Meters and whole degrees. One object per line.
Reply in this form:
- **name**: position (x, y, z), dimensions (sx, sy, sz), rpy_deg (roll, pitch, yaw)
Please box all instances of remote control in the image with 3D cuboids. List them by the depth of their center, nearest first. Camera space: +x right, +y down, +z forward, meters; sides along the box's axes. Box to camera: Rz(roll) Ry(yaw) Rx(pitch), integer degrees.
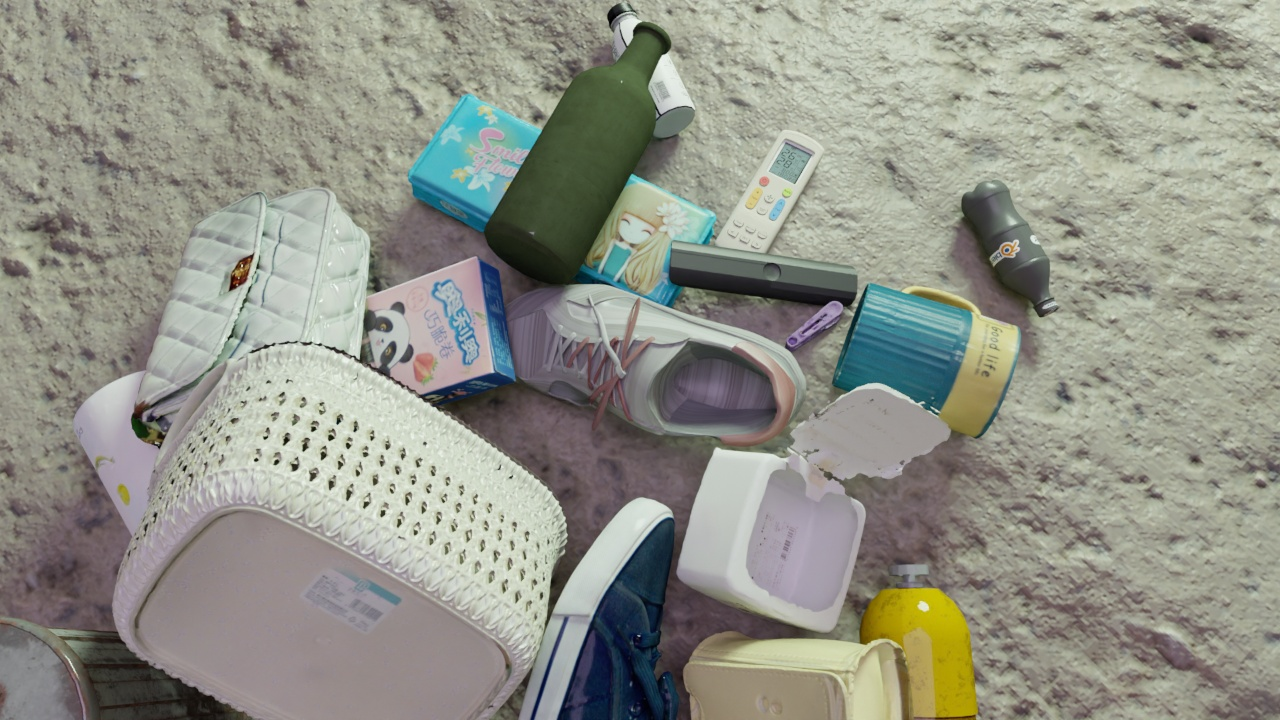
- **remote control**: position (0.091, -0.065, 0.682), dimensions (0.146, 0.015, 0.033), rpy_deg (7, 79, -12)
- **remote control**: position (0.101, -0.126, 0.717), dimensions (0.038, 0.018, 0.125), rpy_deg (29, 75, 10)

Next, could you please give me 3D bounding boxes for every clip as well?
- **clip**: position (0.129, -0.024, 0.685), dimensions (0.051, 0.033, 0.013), rpy_deg (-38, 74, -2)

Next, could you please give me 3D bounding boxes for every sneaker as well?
- **sneaker**: position (-0.005, 0.236, 0.566), dimensions (0.127, 0.121, 0.294), rpy_deg (12, 76, 18)
- **sneaker**: position (-0.004, 0.004, 0.629), dimensions (0.236, 0.089, 0.099), rpy_deg (11, 95, 8)

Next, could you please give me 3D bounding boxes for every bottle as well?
- **bottle**: position (0.177, 0.214, 0.582), dimensions (0.071, 0.071, 0.163), rpy_deg (-1, 75, 1)
- **bottle**: position (-0.035, -0.157, 0.664), dimensions (0.071, 0.071, 0.206), rpy_deg (24, 73, 9)
- **bottle**: position (0.280, -0.083, 0.688), dimensions (0.036, 0.036, 0.110), rpy_deg (-21, 73, -5)
- **bottle**: position (0.004, -0.238, 0.743), dimensions (0.041, 0.041, 0.116), rpy_deg (-22, 74, -5)

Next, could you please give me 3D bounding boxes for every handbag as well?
- **handbag**: position (0.097, 0.223, 0.550), dimensions (0.119, 0.081, 0.111), rpy_deg (-11, 78, 40)
- **handbag**: position (-0.268, -0.038, 0.634), dimensions (0.139, 0.072, 0.194), rpy_deg (-18, 46, 7)

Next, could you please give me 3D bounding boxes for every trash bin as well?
- **trash bin**: position (-0.327, 0.216, 0.524), dimensions (0.131, 0.211, 0.130), rpy_deg (0, 73, 1)

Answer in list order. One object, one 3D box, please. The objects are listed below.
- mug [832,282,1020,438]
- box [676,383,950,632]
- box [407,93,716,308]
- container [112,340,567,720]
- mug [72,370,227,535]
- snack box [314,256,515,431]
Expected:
- **mug**: position (0.202, -0.011, 0.654), dimensions (0.107, 0.083, 0.113), rpy_deg (18, 46, 10)
- **box**: position (0.108, 0.086, 0.592), dimensions (0.111, 0.101, 0.189), rpy_deg (28, 92, -31)
- **box**: position (-0.061, -0.120, 0.712), dimensions (0.227, 0.039, 0.094), rpy_deg (27, 75, 8)
- **container**: position (-0.166, 0.118, 0.531), dimensions (0.251, 0.143, 0.185), rpy_deg (37, 105, -20)
- **mug**: position (-0.329, 0.070, 0.637), dimensions (0.082, 0.083, 0.106), rpy_deg (-37, 75, -9)
- **snack box**: position (-0.167, -0.008, 0.655), dimensions (0.154, 0.033, 0.088), rpy_deg (-16, 72, 19)
